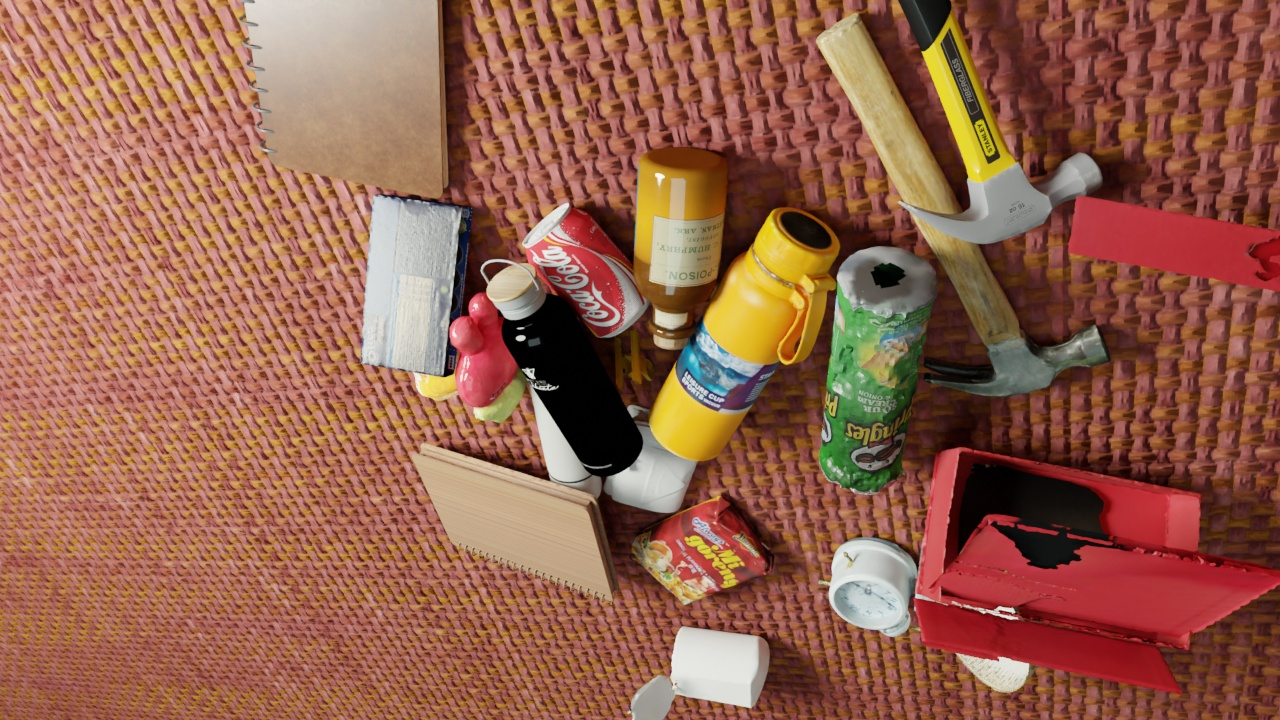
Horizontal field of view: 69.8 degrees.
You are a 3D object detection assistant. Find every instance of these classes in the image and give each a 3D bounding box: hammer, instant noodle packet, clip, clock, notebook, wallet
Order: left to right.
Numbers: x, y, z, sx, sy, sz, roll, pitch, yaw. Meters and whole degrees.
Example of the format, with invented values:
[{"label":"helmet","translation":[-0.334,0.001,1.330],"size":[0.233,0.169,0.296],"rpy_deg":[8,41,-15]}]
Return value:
[{"label":"notebook","translation":[-0.232,-0.245,0.714],"size":[0.167,0.024,0.226],"rpy_deg":[12,128,6]},{"label":"notebook","translation":[-0.128,0.174,0.963],"size":[0.211,0.022,0.169],"rpy_deg":[13,137,24]},{"label":"clip","translation":[-0.008,0.005,0.828],"size":[0.044,0.053,0.050],"rpy_deg":[-2,153,-4]},{"label":"wallet","translation":[0.012,0.102,0.899],"size":[0.086,0.032,0.116],"rpy_deg":[14,129,3]},{"label":"instant noodle packet","translation":[0.063,0.200,0.954],"size":[0.136,0.039,0.098],"rpy_deg":[-31,106,34]},{"label":"clock","translation":[0.241,0.227,0.906],"size":[0.117,0.056,0.083],"rpy_deg":[29,129,3]},{"label":"hammer","translation":[0.187,-0.219,0.586],"size":[0.127,0.029,0.324],"rpy_deg":[-30,111,4]},{"label":"hammer","translation":[0.222,-0.102,0.682],"size":[0.132,0.033,0.330],"rpy_deg":[-23,116,31]}]

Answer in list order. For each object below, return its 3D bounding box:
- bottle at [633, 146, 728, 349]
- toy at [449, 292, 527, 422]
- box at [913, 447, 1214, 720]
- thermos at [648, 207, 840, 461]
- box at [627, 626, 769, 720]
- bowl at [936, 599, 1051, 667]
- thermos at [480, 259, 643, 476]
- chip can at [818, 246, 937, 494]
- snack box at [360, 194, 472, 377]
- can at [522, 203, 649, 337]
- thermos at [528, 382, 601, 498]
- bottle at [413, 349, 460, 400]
[{"label":"bottle","translation":[0.029,-0.082,0.717],"size":[0.068,0.067,0.157],"rpy_deg":[9,120,10]},{"label":"toy","translation":[-0.134,-0.001,0.825],"size":[0.045,0.091,0.135],"rpy_deg":[11,138,21]},{"label":"box","translation":[0.315,0.304,0.660],"size":[0.215,0.509,0.141],"rpy_deg":[12,153,1]},{"label":"thermos","translation":[0.089,-0.013,0.757],"size":[0.091,0.076,0.233],"rpy_deg":[35,129,9]},{"label":"box","translation":[0.065,0.356,1.006],"size":[0.138,0.142,0.083],"rpy_deg":[5,124,16]},{"label":"bowl","translation":[0.333,0.228,0.856],"size":[0.063,0.145,0.145],"rpy_deg":[-20,127,-15]},{"label":"thermos","translation":[-0.066,0.004,0.768],"size":[0.061,0.061,0.231],"rpy_deg":[-8,133,22]},{"label":"chip can","translation":[0.185,0.014,0.729],"size":[0.075,0.075,0.224],"rpy_deg":[6,138,13]},{"label":"snack box","translation":[-0.197,-0.065,0.798],"size":[0.082,0.027,0.150],"rpy_deg":[11,100,11]},{"label":"can","translation":[-0.044,-0.074,0.761],"size":[0.064,0.064,0.105],"rpy_deg":[-29,114,32]},{"label":"thermos","translation":[-0.073,0.048,0.870],"size":[0.052,0.052,0.224],"rpy_deg":[4,127,14]},{"label":"bottle","translation":[-0.192,-0.020,0.850],"size":[0.063,0.063,0.109],"rpy_deg":[-11,109,24]}]
